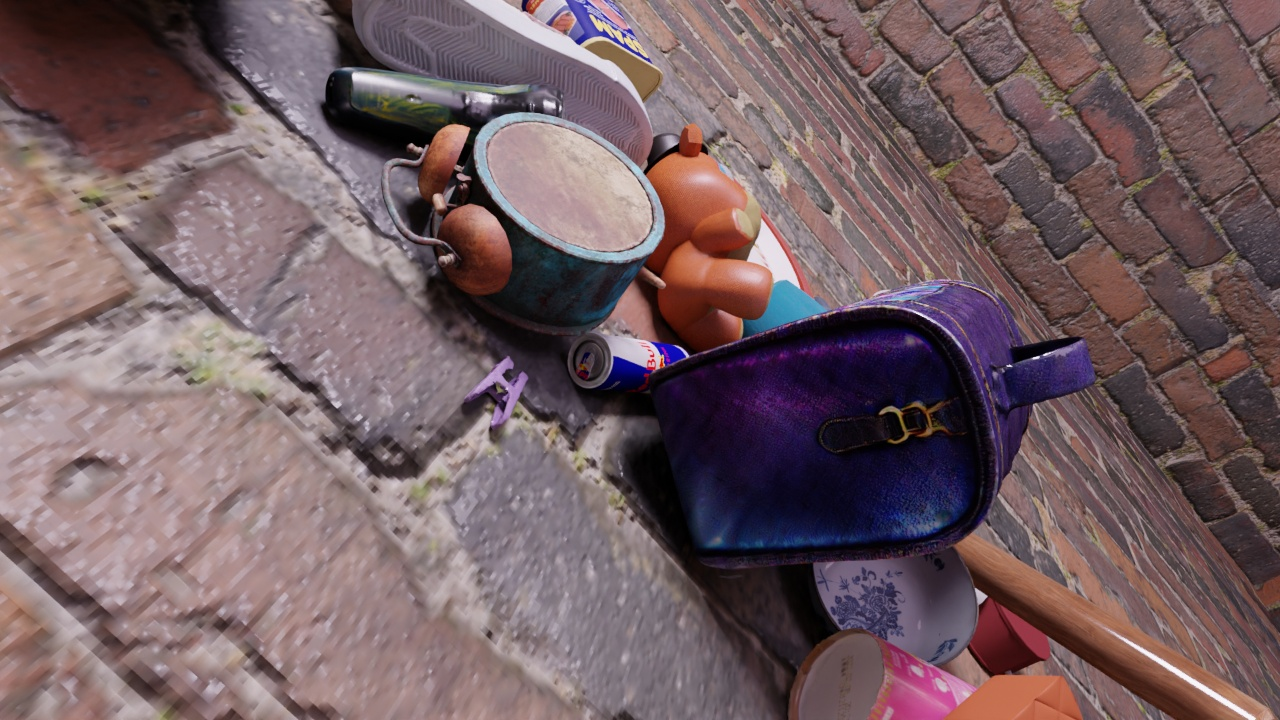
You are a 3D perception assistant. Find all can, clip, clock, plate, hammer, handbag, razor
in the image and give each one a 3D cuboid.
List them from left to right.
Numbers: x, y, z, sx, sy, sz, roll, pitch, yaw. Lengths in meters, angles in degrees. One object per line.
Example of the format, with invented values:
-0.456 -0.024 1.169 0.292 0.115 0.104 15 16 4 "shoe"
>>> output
-0.105 -0.146 0.535 0.151 0.067 0.054 0 88 -43 "razor"
-0.072 0.014 0.462 0.035 0.013 0.051 47 24 -15 "clip"
-0.068 -0.075 0.511 0.157 0.074 0.121 2 52 -35 "clock"
-0.044 -0.286 0.823 0.116 0.057 0.092 5 52 -56 "can"
-0.003 0.003 0.561 0.095 0.032 0.032 7 51 -55 "can"
0.087 -0.114 0.863 0.229 0.021 0.229 38 30 -27 "plate"
0.139 0.026 0.527 0.204 0.223 0.125 -16 91 -62 "handbag"
0.153 0.234 0.407 0.171 0.060 0.109 -24 85 -29 "handbag"
0.298 0.212 0.779 0.124 0.044 0.087 58 27 10 "clock"
0.273 0.164 0.633 0.157 0.037 0.301 26 4 -42 "hammer"

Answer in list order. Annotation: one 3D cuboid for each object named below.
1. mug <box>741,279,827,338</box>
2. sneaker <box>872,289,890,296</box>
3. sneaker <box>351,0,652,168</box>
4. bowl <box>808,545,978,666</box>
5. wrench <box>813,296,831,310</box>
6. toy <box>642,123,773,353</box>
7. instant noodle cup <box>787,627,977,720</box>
0.123 -0.004 0.739 0.104 0.084 0.112 50 -2 7 "mug"
0.244 0.047 0.872 0.084 0.079 0.234 7 54 -2 "sneaker"
-0.086 -0.202 0.617 0.242 0.090 0.090 21 35 -45 "sneaker"
0.156 0.153 0.598 0.114 0.045 0.114 9 51 -12 "bowl"
0.190 0.012 0.833 0.272 0.022 0.073 -96 174 -60 "wrench"
0.039 -0.092 0.674 0.096 0.112 0.176 -18 71 -24 "toy"
0.143 0.202 0.497 0.108 0.098 0.097 36 30 -16 "instant noodle cup"
